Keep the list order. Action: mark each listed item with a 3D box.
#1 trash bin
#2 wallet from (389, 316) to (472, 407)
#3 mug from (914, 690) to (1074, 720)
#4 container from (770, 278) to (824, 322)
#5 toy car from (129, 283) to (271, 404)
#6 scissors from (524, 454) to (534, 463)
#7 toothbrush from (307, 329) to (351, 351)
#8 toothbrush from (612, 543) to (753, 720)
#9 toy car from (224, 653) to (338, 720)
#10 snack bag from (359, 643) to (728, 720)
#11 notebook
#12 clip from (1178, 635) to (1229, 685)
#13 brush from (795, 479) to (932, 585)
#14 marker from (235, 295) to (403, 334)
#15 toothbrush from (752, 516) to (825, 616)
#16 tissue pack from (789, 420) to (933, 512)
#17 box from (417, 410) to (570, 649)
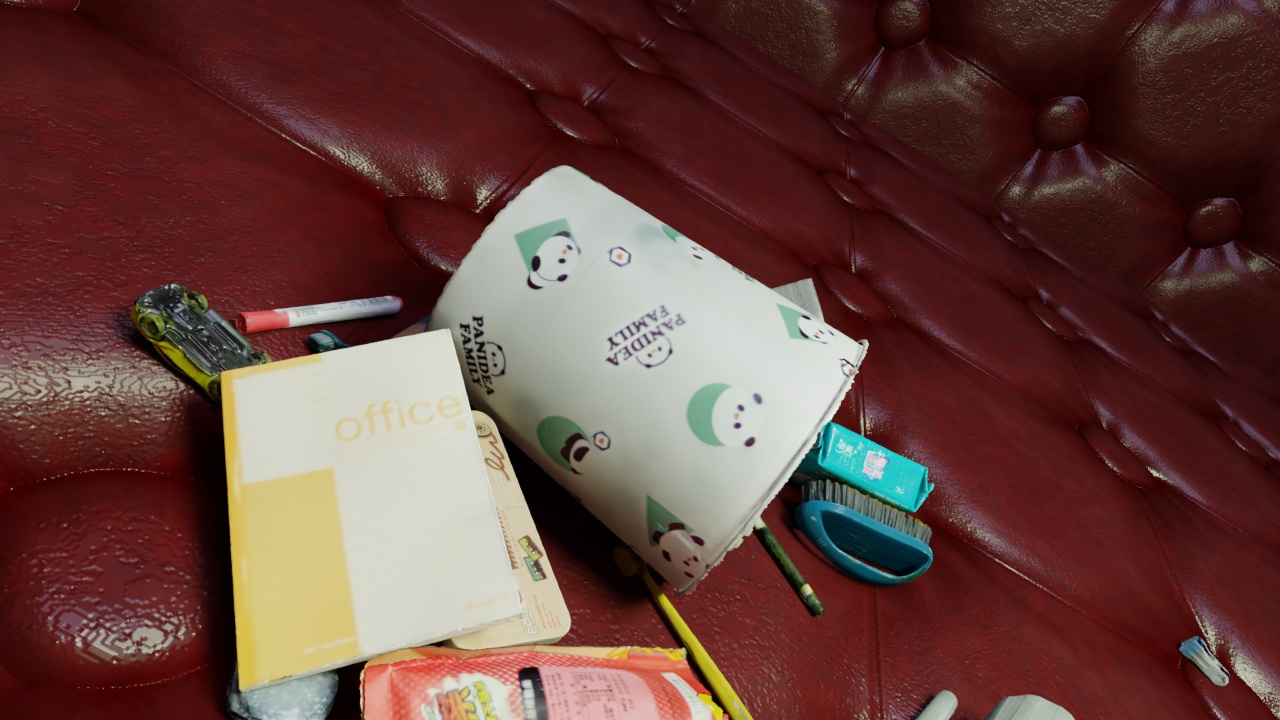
[{"bbox_3d":[-0.004,0.004,0.673,0.252,0.230,0.228,37,30,4],"label":"trash bin"},{"bbox_3d":[-0.169,0.012,0.722,0.090,0.033,0.115,38,34,6],"label":"wallet"},{"bbox_3d":[0.266,0.300,0.691,0.124,0.084,0.103,22,20,32],"label":"mug"},{"bbox_3d":[0.135,-0.020,0.964,0.114,0.090,0.090,-11,33,8],"label":"container"},{"bbox_3d":[-0.296,-0.006,0.622,0.105,0.032,0.048,43,29,-6],"label":"toy car"},{"bbox_3d":[-0.071,0.027,0.809,0.189,0.015,0.225,31,30,-6],"label":"scissors"},{"bbox_3d":[-0.187,0.005,0.643,0.018,0.016,0.192,-17,26,-40],"label":"toothbrush"},{"bbox_3d":[0.036,0.207,0.652,0.016,0.016,0.190,-8,50,-43],"label":"toothbrush"},{"bbox_3d":[-0.190,0.144,0.504,0.054,0.037,0.120,20,36,-24],"label":"toy car"},{"bbox_3d":[-0.048,0.217,0.498,0.207,0.073,0.128,8,67,-35],"label":"snack bag"},{"bbox_3d":[-0.161,0.072,0.528,0.145,0.010,0.206,-12,53,-14],"label":"notebook"},{"bbox_3d":[0.643,0.341,1.042,0.035,0.025,0.058,-19,63,-47],"label":"clip"},{"bbox_3d":[0.206,0.166,0.843,0.144,0.055,0.073,25,51,-16],"label":"brush"},{"bbox_3d":[-0.249,-0.037,0.727,0.017,0.017,0.145,47,32,21],"label":"marker"},{"bbox_3d":[0.103,0.146,0.809,0.017,0.012,0.185,-4,47,-39],"label":"toothbrush"},{"bbox_3d":[0.203,0.105,0.882,0.133,0.093,0.050,27,72,-14],"label":"tissue pack"},{"bbox_3d":[-0.123,0.119,0.578,0.091,0.078,0.168,5,47,-42],"label":"box"}]
